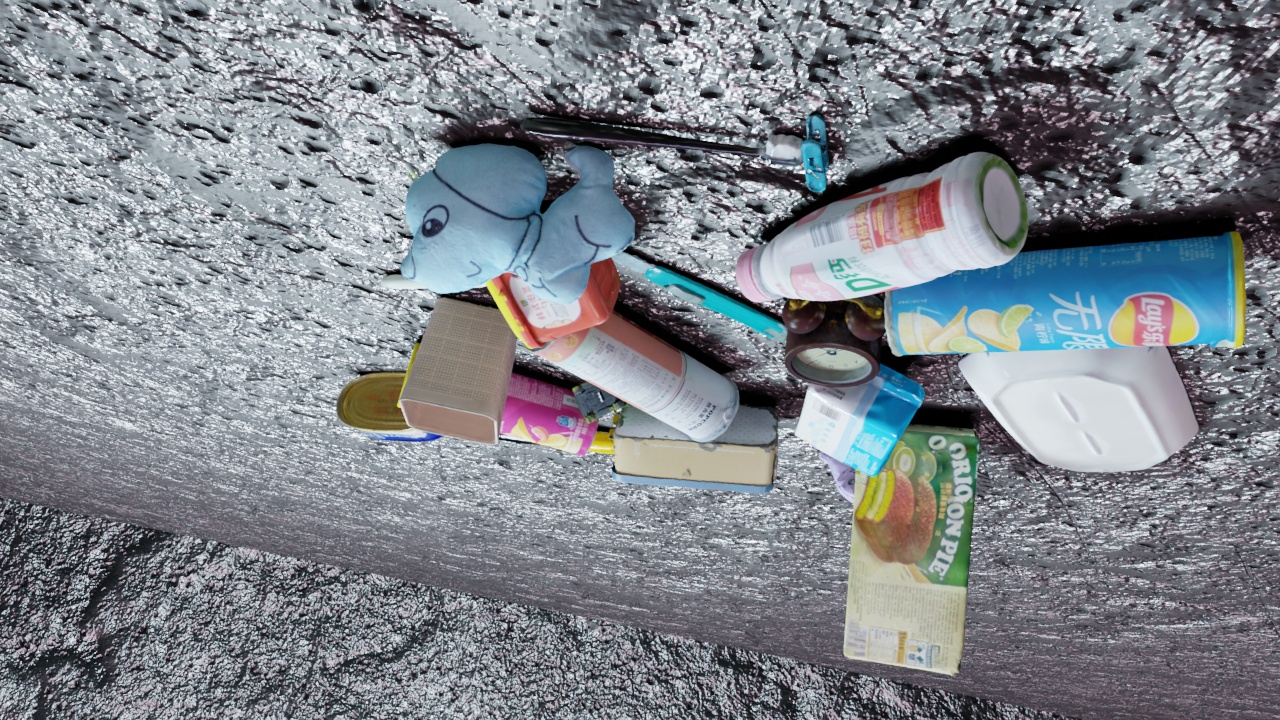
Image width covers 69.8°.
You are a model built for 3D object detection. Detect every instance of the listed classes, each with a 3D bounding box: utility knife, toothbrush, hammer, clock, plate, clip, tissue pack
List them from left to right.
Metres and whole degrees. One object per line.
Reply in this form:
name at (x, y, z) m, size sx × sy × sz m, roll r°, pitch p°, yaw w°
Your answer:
toothbrush at (-0.153, -0.073, 0.800) m, size 0.190 × 0.020 × 0.029 m, roll -1°, pitch -174°, yaw 28°
hammer at (-0.123, 0.091, 1.136) m, size 0.301 × 0.032 × 0.129 m, roll 7°, pitch 156°, yaw 10°
toothbrush at (0.012, -0.140, 0.576) m, size 0.181 × 0.015 × 0.018 m, roll 7°, pitch 150°, yaw 7°
utility knife at (0.040, -0.057, 0.754) m, size 0.215 × 0.013 × 0.029 m, roll 23°, pitch 154°, yaw -23°
clip at (0.107, -0.124, 0.561) m, size 0.014 × 0.042 × 0.056 m, roll 6°, pitch 157°, yaw 19°
clock at (0.153, -0.024, 0.725) m, size 0.082 × 0.055 × 0.122 m, roll 6°, pitch 154°, yaw 12°
tissue pack at (0.198, 0.046, 0.832) m, size 0.090 × 0.063 × 0.140 m, roll 29°, pitch 158°, yaw 16°
plate at (0.384, 0.045, 0.802) m, size 0.162 × 0.034 × 0.265 m, roll -7°, pitch 151°, yaw 36°

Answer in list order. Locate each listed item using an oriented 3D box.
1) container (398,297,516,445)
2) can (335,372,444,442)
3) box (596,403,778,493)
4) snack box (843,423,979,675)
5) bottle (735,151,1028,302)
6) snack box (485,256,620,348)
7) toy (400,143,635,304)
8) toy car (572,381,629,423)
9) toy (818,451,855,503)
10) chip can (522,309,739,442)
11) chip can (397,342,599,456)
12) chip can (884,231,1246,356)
container at (-0.167, 0.009, 0.874) m, size 0.090 × 0.110 × 0.090 m, roll 12°, pitch 156°, yaw -2°
can at (-0.285, 0.057, 1.082) m, size 0.148 × 0.074 × 0.049 m, roll 0°, pitch 157°, yaw 24°
box at (0.051, 0.086, 0.952) m, size 0.184 × 0.089 × 0.061 m, roll 3°, pitch 118°, yaw 11°
snack box at (0.269, 0.183, 0.919) m, size 0.114 × 0.240 × 0.063 m, roll 4°, pitch -174°, yaw 16°
bottle at (0.146, -0.075, 0.601) m, size 0.068 × 0.068 × 0.197 m, roll 28°, pitch 154°, yaw -33°
snack box at (-0.065, -0.064, 0.691) m, size 0.080 × 0.081 × 0.091 m, roll -9°, pitch 127°, yaw 23°
toy at (-0.094, -0.096, 0.626) m, size 0.156 × 0.161 × 0.049 m, roll 46°, pitch -168°, yaw 12°
toy car at (-0.035, 0.034, 0.953) m, size 0.036 × 0.043 × 0.091 m, roll -24°, pitch 178°, yaw -44°
toy at (0.245, 0.132, 1.011) m, size 0.084 × 0.039 × 0.108 m, roll 9°, pitch -165°, yaw -1°
chip can at (-0.005, 0.005, 0.841) m, size 0.214 × 0.071 × 0.071 m, roll 29°, pitch 151°, yaw -36°
chip can at (-0.151, 0.045, 0.997) m, size 0.210 × 0.071 × 0.072 m, roll 17°, pitch 156°, yaw -14°
chip can at (0.276, -0.040, 0.612) m, size 0.211 × 0.071 × 0.071 m, roll -2°, pitch 153°, yaw 29°
